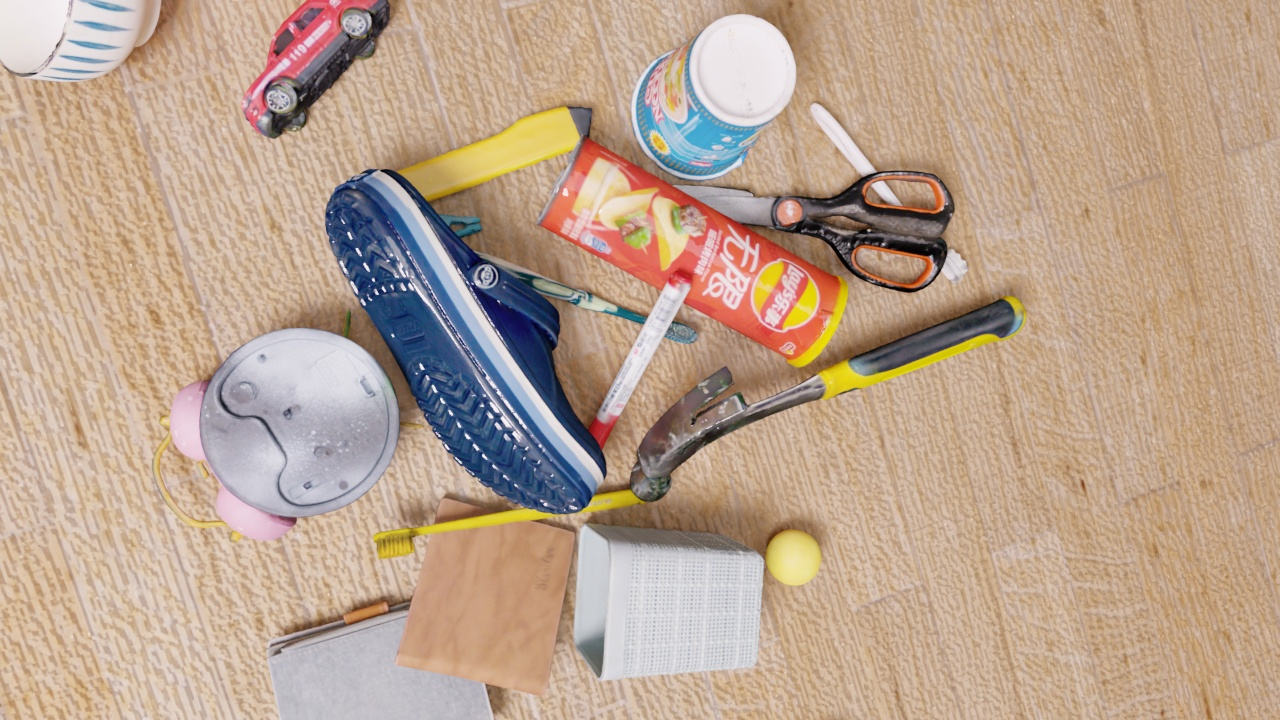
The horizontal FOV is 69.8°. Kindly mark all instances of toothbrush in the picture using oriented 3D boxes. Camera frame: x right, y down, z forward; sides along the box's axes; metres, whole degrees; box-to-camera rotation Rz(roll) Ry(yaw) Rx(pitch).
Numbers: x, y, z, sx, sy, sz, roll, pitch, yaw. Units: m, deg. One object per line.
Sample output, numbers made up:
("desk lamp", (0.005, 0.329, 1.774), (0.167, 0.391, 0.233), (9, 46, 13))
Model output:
("toothbrush", (-0.046, -0.046, 0.647), (0.191, 0.018, 0.016), (19, 86, -13))
("toothbrush", (-0.083, 0.109, 0.624), (0.189, 0.016, 0.016), (-7, 70, -23))
("toothbrush", (0.192, -0.129, 0.703), (0.180, 0.016, 0.016), (46, 73, -10))

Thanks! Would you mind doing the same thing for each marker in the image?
("marker", (-0.004, 0.004, 0.626), (0.017, 0.017, 0.145), (24, 111, -12))

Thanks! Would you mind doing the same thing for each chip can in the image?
("chip can", (0.038, -0.075, 0.639), (0.216, 0.073, 0.073), (28, 84, -12))

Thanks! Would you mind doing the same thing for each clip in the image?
("clip", (-0.136, -0.090, 0.629), (0.055, 0.013, 0.034), (-7, 92, -11))

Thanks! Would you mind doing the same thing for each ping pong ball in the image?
("ping pong ball", (0.112, 0.144, 0.672), (0.040, 0.040, 0.040), (0, 90, -13))

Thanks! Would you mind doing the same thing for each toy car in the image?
("toy car", (-0.212, -0.196, 0.592), (0.045, 0.053, 0.120), (39, 79, -9))

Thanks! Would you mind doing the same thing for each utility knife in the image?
("utility knife", (-0.113, -0.138, 0.633), (0.176, 0.015, 0.033), (-22, 90, -11))

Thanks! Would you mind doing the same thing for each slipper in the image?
("slipper", (-0.105, -0.014, 0.599), (0.095, 0.105, 0.253), (-41, 103, -33))

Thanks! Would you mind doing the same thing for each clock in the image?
("clock", (-0.230, 0.048, 0.585), (0.158, 0.060, 0.117), (-32, 98, -13))

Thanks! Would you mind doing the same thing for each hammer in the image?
("hammer", (0.146, 0.013, 0.651), (0.322, 0.126, 0.032), (-19, 66, -20))

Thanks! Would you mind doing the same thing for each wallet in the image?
("wallet", (-0.101, 0.157, 0.616), (0.101, 0.020, 0.115), (17, 63, -14))
("wallet", (-0.171, 0.215, 0.607), (0.129, 0.037, 0.106), (-12, 81, -21))

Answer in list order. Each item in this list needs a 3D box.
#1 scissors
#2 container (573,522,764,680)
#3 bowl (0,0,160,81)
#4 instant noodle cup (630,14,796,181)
("scissors", (0.121, -0.092, 0.680), (0.235, 0.021, 0.139), (-14, 100, -4))
("container", (0.019, 0.162, 0.628), (0.111, 0.090, 0.090), (3, 89, -16))
("bowl", (-0.332, -0.222, 0.546), (0.066, 0.117, 0.116), (-7, 92, -57))
("instant noodle cup", (0.053, -0.182, 0.623), (0.099, 0.110, 0.099), (0, 89, -13))
